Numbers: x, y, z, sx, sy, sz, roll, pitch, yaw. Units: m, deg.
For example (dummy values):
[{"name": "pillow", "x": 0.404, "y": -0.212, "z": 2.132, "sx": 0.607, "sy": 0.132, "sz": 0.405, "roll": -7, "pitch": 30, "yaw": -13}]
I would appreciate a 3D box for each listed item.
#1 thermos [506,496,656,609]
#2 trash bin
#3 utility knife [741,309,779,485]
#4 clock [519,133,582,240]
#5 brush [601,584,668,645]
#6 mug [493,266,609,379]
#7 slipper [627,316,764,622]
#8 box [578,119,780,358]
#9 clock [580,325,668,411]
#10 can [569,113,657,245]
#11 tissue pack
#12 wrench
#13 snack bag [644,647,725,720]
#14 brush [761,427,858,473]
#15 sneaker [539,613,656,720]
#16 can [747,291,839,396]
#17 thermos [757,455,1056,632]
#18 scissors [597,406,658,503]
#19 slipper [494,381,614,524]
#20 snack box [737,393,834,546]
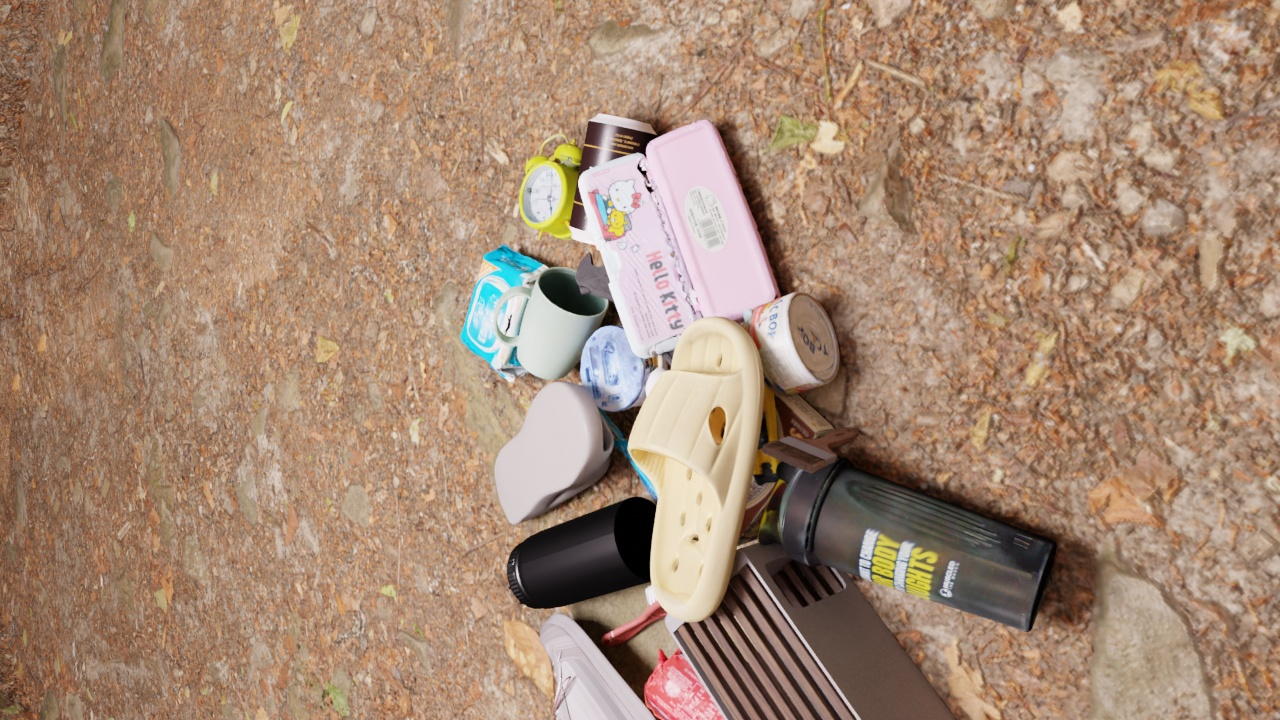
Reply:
[{"name": "thermos", "x": -0.066, "y": 0.214, "z": 0.984, "sx": 0.199, "sy": 0.086, "sz": 0.086, "roll": -27, "pitch": 74, "yaw": 38}, {"name": "trash bin", "x": 0.148, "y": 0.274, "z": 0.784, "sx": 0.115, "sy": 0.114, "sz": 0.228, "roll": -51, "pitch": 61, "yaw": 30}, {"name": "utility knife", "x": 0.106, "y": 0.033, "z": 0.823, "sx": 0.031, "sy": 0.017, "sz": 0.159, "roll": -7, "pitch": 84, "yaw": 29}, {"name": "clock", "x": -0.091, "y": -0.190, "z": 1.011, "sx": 0.083, "sy": 0.057, "sz": 0.119, "roll": -10, "pitch": 78, "yaw": 41}, {"name": "brush", "x": 0.013, "y": 0.254, "z": 0.954, "sx": 0.173, "sy": 0.041, "sz": 0.030, "roll": -42, "pitch": 48, "yaw": 36}, {"name": "mug", "x": -0.104, "y": -0.040, "z": 0.995, "sx": 0.084, "sy": 0.111, "sz": 0.104, "roll": -98, "pitch": 29, "yaw": -49}, {"name": "slipper", "x": 0.038, "y": 0.087, "z": 0.768, "sx": 0.111, "sy": 0.079, "sz": 0.261, "roll": 1, "pitch": 82, "yaw": 50}, {"name": "box", "x": 0.033, "y": -0.116, "z": 0.873, "sx": 0.153, "sy": 0.037, "sz": 0.201, "roll": -20, "pitch": 77, "yaw": 6}, {"name": "clock", "x": -0.006, "y": 0.006, "z": 0.947, "sx": 0.126, "sy": 0.051, "sz": 0.089, "roll": -13, "pitch": 82, "yaw": 40}, {"name": "can", "x": -0.029, "y": -0.184, "z": 0.947, "sx": 0.072, "sy": 0.071, "sz": 0.129, "roll": 22, "pitch": 106, "yaw": 38}, {"name": "tissue pack", "x": -0.154, "y": -0.053, "z": 1.066, "sx": 0.093, "sy": 0.061, "sz": 0.144, "roll": 31, "pitch": 111, "yaw": 35}, {"name": "wrench", "x": 0.012, "y": -0.035, "z": 0.904, "sx": 0.073, "sy": 0.018, "sz": 0.273, "roll": -33, "pitch": 50, "yaw": -6}, {"name": "snack bag", "x": 0.078, "y": 0.342, "z": 0.868, "sx": 0.176, "sy": 0.082, "sz": 0.082, "roll": 30, "pitch": 111, "yaw": 37}, {"name": "brush", "x": 0.150, "y": 0.068, "z": 0.755, "sx": 0.045, "sy": 0.142, "sz": 0.008, "roll": 21, "pitch": 106, "yaw": 29}, {"name": "sneaker", "x": -0.060, "y": 0.360, "z": 0.950, "sx": 0.236, "sy": 0.089, "sz": 0.099, "roll": 34, "pitch": 150, "yaw": 48}, {"name": "can", "x": 0.135, "y": -0.014, "z": 0.803, "sx": 0.043, "sy": 0.086, "sz": 0.086, "roll": -20, "pitch": 78, "yaw": 38}, {"name": "thermos", "x": 0.209, "y": 0.140, "z": 0.736, "sx": 0.221, "sy": 0.098, "sz": 0.098, "roll": 16, "pitch": 102, "yaw": 31}, {"name": "scissors", "x": -0.008, "y": 0.104, "z": 0.962, "sx": 0.140, "sy": 0.013, "sz": 0.118, "roll": 28, "pitch": 147, "yaw": 59}, {"name": "slipper", "x": -0.084, "y": 0.105, "z": 1.014, "sx": 0.267, "sy": 0.080, "sz": 0.112, "roll": -49, "pitch": 52, "yaw": 50}, {"name": "snack box", "x": 0.089, "y": 0.075, "z": 0.875, "sx": 0.143, "sy": 0.041, "sz": 0.147, "roll": 46, "pitch": 119, "yaw": 29}]
